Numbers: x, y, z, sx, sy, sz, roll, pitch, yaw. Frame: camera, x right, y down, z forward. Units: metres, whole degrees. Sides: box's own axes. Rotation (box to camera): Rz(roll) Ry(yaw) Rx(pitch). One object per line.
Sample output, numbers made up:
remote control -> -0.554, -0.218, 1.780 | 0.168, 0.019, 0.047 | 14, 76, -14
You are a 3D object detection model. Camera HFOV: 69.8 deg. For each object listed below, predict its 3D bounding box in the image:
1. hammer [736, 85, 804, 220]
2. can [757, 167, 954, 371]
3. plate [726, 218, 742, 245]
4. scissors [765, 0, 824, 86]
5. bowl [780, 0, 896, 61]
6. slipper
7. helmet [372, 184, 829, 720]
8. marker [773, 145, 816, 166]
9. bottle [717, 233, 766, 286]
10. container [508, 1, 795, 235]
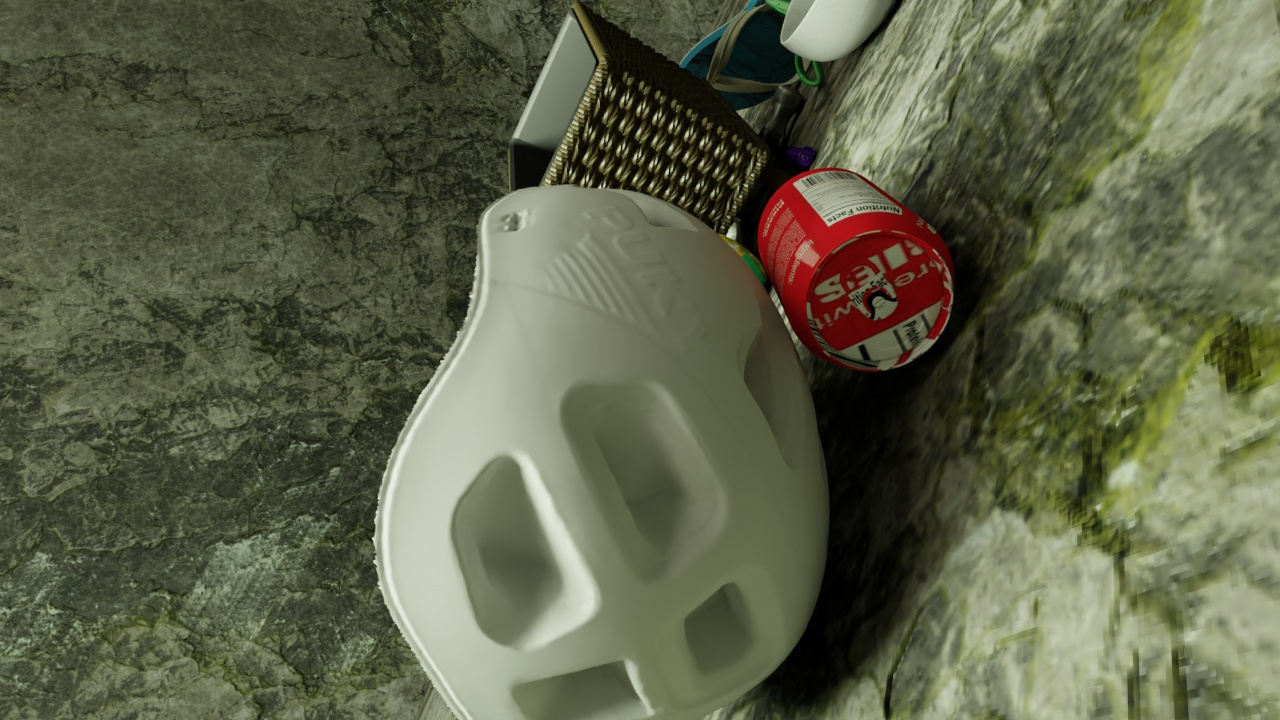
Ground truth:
hammer -> 0.108, -0.216, 1.080 | 0.333, 0.033, 0.133 | -166, 99, -83
can -> 0.101, -0.049, 0.451 | 0.142, 0.074, 0.074 | -87, 23, -70
plate -> 0.070, -0.073, 0.953 | 0.157, 0.014, 0.157 | -158, 92, -82
scissors -> 0.162, -0.324, 0.858 | 0.122, 0.012, 0.128 | -9, 97, 58
bowl -> 0.176, -0.309, 0.757 | 0.132, 0.064, 0.132 | -158, 91, -81
slipper -> 0.133, -0.334, 0.984 | 0.296, 0.118, 0.060 | 144, 138, -61
helmet -> -0.009, 0.036, 0.445 | 0.281, 0.184, 0.224 | -103, 1, -57
marker -> 0.139, -0.188, 0.836 | 0.018, 0.015, 0.133 | -36, 13, 7
bottle -> 0.015, -0.005, 0.730 | 0.209, 0.068, 0.068 | -51, 4, -14
container -> 0.001, -0.196, 0.883 | 0.177, 0.205, 0.320 | -61, 20, 22
